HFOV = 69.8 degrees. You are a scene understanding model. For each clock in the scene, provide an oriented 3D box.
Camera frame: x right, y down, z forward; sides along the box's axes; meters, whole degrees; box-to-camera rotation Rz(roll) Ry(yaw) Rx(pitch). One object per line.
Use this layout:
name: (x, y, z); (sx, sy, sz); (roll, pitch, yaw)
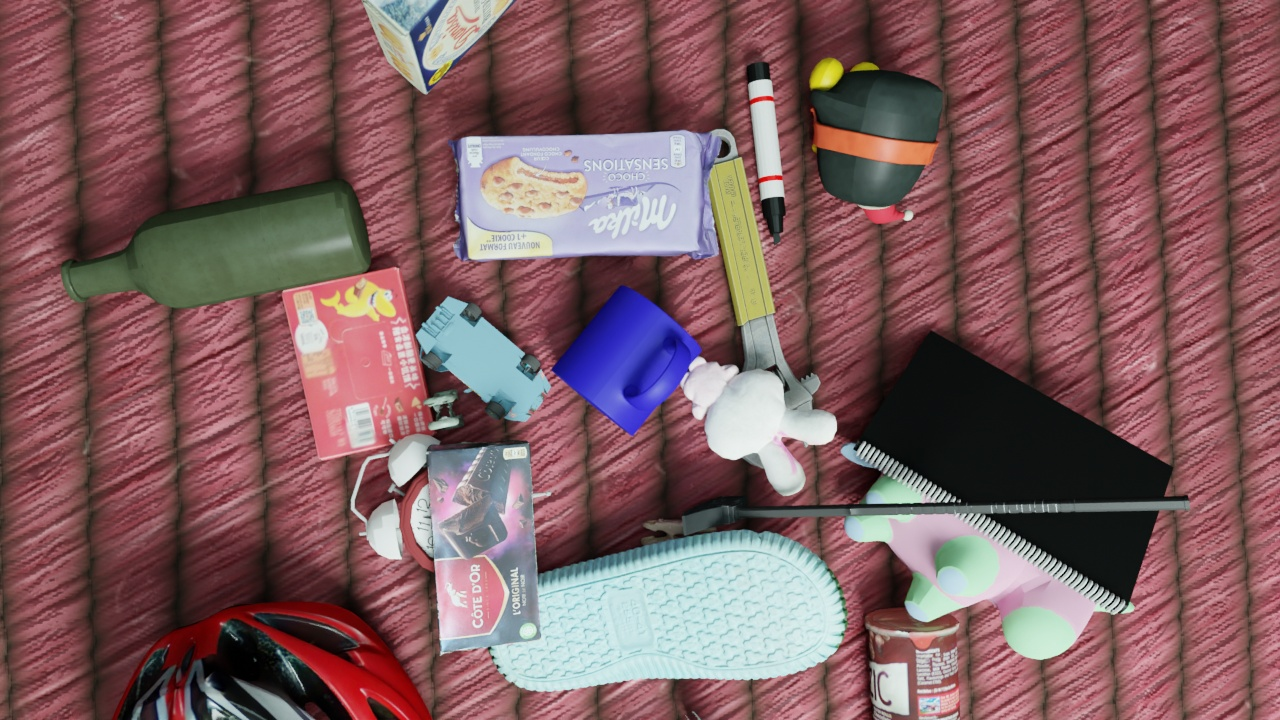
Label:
clock: (-0.145, 0.110, 0.688); (0.137, 0.048, 0.096); (18, 92, -13)

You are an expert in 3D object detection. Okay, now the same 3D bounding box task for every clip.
clip: (-0.146, 0.038, 0.683); (0.023, 0.076, 0.047); (-14, 89, -6)
clip: (0.031, 0.141, 0.726); (0.062, 0.025, 0.047); (33, 87, -2)

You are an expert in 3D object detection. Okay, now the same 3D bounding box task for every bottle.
bottle: (-0.308, -0.079, 0.670); (0.206, 0.071, 0.071); (-13, 90, -6)

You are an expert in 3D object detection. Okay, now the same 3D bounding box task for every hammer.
hammer: (0.184, 0.102, 0.623); (0.326, 0.094, 0.015); (-7, 88, 29)

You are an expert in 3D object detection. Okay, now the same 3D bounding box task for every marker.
marker: (0.103, -0.166, 0.741); (0.019, 0.019, 0.145); (-6, 90, -6)

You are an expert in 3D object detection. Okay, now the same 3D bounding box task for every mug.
mug: (-0.004, 0.004, 0.682); (0.079, 0.111, 0.083); (42, 84, -28)

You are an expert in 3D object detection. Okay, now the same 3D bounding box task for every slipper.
slipper: (0.016, 0.191, 0.702); (0.276, 0.069, 0.116); (-12, 95, 10)

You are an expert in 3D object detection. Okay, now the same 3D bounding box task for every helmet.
helmet: (-0.253, 0.304, 0.638); (0.217, 0.167, 0.272); (-22, 104, -3)

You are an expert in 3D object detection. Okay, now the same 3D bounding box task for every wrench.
wrench: (0.085, -0.051, 0.737); (0.083, 0.018, 0.273); (-13, 91, -2)

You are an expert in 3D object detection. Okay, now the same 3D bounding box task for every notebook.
notebook: (0.281, 0.075, 0.688); (0.207, 0.016, 0.148); (32, 52, 15)

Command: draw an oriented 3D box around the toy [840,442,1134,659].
toy: (0.264, 0.131, 0.714); (0.170, 0.120, 0.222); (-21, 61, -33)

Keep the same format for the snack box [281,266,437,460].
snack box: (-0.214, 0.002, 0.703); (0.089, 0.021, 0.133); (-12, 90, -6)

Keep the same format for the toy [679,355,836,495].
toy: (0.085, 0.043, 0.708); (0.125, 0.037, 0.076); (33, 94, 17)

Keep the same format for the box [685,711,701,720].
box: (0.041, 0.318, 0.683); (0.103, 0.110, 0.130); (-1, 90, -7)

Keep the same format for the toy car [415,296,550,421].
toy car: (-0.123, 0.003, 0.707); (0.108, 0.028, 0.060); (41, 63, -14)

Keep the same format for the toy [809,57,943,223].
toy: (0.180, -0.167, 0.715); (0.100, 0.097, 0.119); (25, 116, 36)

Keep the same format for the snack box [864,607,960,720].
snack box: (0.215, 0.263, 0.720); (0.072, 0.072, 0.121); (-2, 90, -6)

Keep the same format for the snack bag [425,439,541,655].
snack bag: (-0.113, 0.134, 0.663); (0.074, 0.018, 0.155); (-4, 99, -12)

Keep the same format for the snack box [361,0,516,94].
snack box: (-0.127, -0.272, 0.656); (0.042, 0.144, 0.145); (42, 86, -7)

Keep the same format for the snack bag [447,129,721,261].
snack bag: (-0.040, -0.124, 0.705); (0.205, 0.058, 0.096); (-2, 91, -6)
